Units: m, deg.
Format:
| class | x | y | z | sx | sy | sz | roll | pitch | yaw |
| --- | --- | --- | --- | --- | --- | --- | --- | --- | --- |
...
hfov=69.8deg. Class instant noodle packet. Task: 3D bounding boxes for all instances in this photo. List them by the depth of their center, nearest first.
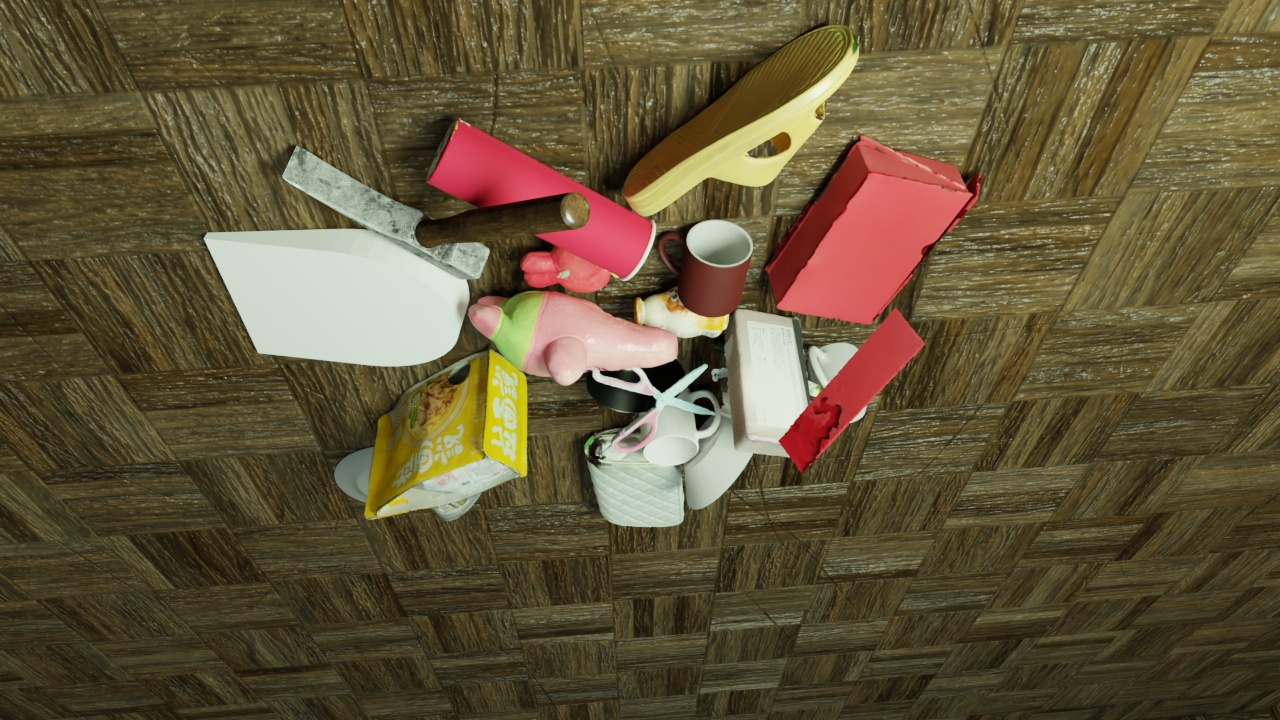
| class | x | y | z | sx | sy | sz | roll | pitch | yaw |
| --- | --- | --- | --- | --- | --- | --- | --- | --- | --- |
| instant noodle packet | -0.256 | 0.099 | 1.157 | 0.222 | 0.162 | 0.084 | -23 | 140 | 20 |

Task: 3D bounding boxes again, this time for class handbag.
| class | x | y | z | sx | sy | sz | roll | pitch | yaw |
| --- | --- | --- | --- | --- | --- | --- | --- | --- | --- |
| handbag | -0.005 | 0.175 | 1.366 | 0.139 | 0.072 | 0.195 | 1 | 143 | 5 |

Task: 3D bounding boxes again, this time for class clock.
| class | x | y | z | sx | sy | sz | roll | pitch | yaw |
| --- | --- | --- | --- | --- | --- | --- | --- | --- | --- |
| clock | -0.275 | 0.179 | 1.313 | 0.148 | 0.103 | 0.056 | -26 | 128 | 32 |

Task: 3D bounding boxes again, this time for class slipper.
| class | x | y | z | sx | sy | sz | roll | pitch | yaw |
| --- | --- | --- | --- | --- | --- | --- | --- | --- | --- |
| slipper | 0.099 | -0.206 | 0.865 | 0.264 | 0.099 | 0.078 | -28 | 124 | 32 |

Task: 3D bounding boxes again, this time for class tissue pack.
| class | x | y | z | sx | sy | sz | roll | pitch | yaw |
| --- | --- | --- | --- | --- | --- | --- | --- | --- | --- |
| tissue pack | 0.146 | 0.029 | 1.110 | 0.103 | 0.181 | 0.071 | 7 | 152 | -16 |

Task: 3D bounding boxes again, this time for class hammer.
| class | x | y | z | sx | sy | sz | roll | pitch | yaw |
| --- | --- | --- | --- | --- | --- | --- | --- | --- | --- |
| hammer | -0.174 | -0.143 | 0.839 | 0.217 | 0.037 | 0.301 | 30 | 163 | -37 |

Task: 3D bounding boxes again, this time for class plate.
| class | x | y | z | sx | sy | sz | roll | pitch | yaw |
| --- | --- | --- | --- | --- | --- | --- | --- | --- | --- |
| plate | 0.101 | 0.117 | 1.239 | 0.036 | 0.173 | 0.174 | 34 | 130 | -12 |
| plate | -0.364 | 0.179 | 1.369 | 0.178 | 0.012 | 0.179 | -4 | 142 | -3 |

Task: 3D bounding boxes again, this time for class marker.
| class | x | y | z | sx | sy | sz | roll | pitch | yaw |
| --- | --- | --- | --- | --- | --- | --- | --- | --- | --- |
| marker | 0.162 | 0.010 | 1.163 | 0.146 | 0.017 | 0.017 | 26 | 140 | 7 |

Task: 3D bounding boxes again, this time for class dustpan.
| class | x | y | z | sx | sy | sz | roll | pitch | yaw |
| --- | --- | --- | --- | --- | --- | --- | --- | --- | --- |
| dustpan | -0.328 | -0.075 | 1.044 | 0.258 | 0.053 | 0.192 | 6 | 142 | 3 |

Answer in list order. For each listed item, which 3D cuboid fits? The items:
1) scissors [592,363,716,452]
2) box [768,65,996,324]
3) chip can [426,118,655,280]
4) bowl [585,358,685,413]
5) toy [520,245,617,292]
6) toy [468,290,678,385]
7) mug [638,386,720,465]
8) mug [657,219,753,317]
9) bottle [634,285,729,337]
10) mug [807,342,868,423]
| class | x | y | z | sx | sy | sz | roll | pitch | yaw |
| --- | --- | --- | --- | --- | --- | --- | --- | --- | --- |
| scissors | 0.007 | 0.047 | 1.139 | 0.171 | 0.013 | 0.175 | -39 | 118 | 22 |
| box | 0.298 | -0.202 | 1.089 | 0.148 | 0.373 | 0.214 | 33 | 137 | 3 |
| chip can | -0.096 | -0.156 | 0.905 | 0.220 | 0.069 | 0.069 | 25 | 133 | -22 |
| bowl | -0.007 | 0.007 | 1.159 | 0.124 | 0.052 | 0.124 | -1 | 137 | -1 |
| toy | -0.066 | -0.110 | 1.011 | 0.135 | 0.045 | 0.092 | -13 | 144 | 7 |
| toy | -0.074 | -0.026 | 1.034 | 0.236 | 0.191 | 0.097 | 9 | 107 | -2 |
| mug | 0.054 | 0.079 | 1.232 | 0.111 | 0.090 | 0.074 | -16 | 141 | 12 |
| mug | 0.067 | -0.107 | 1.022 | 0.106 | 0.073 | 0.083 | 22 | 143 | 11 |
| bottle | 0.047 | -0.057 | 1.078 | 0.108 | 0.063 | 0.063 | -2 | 142 | -4 |
| mug | 0.251 | 0.026 | 1.191 | 0.071 | 0.089 | 0.107 | -30 | 136 | 28 |
